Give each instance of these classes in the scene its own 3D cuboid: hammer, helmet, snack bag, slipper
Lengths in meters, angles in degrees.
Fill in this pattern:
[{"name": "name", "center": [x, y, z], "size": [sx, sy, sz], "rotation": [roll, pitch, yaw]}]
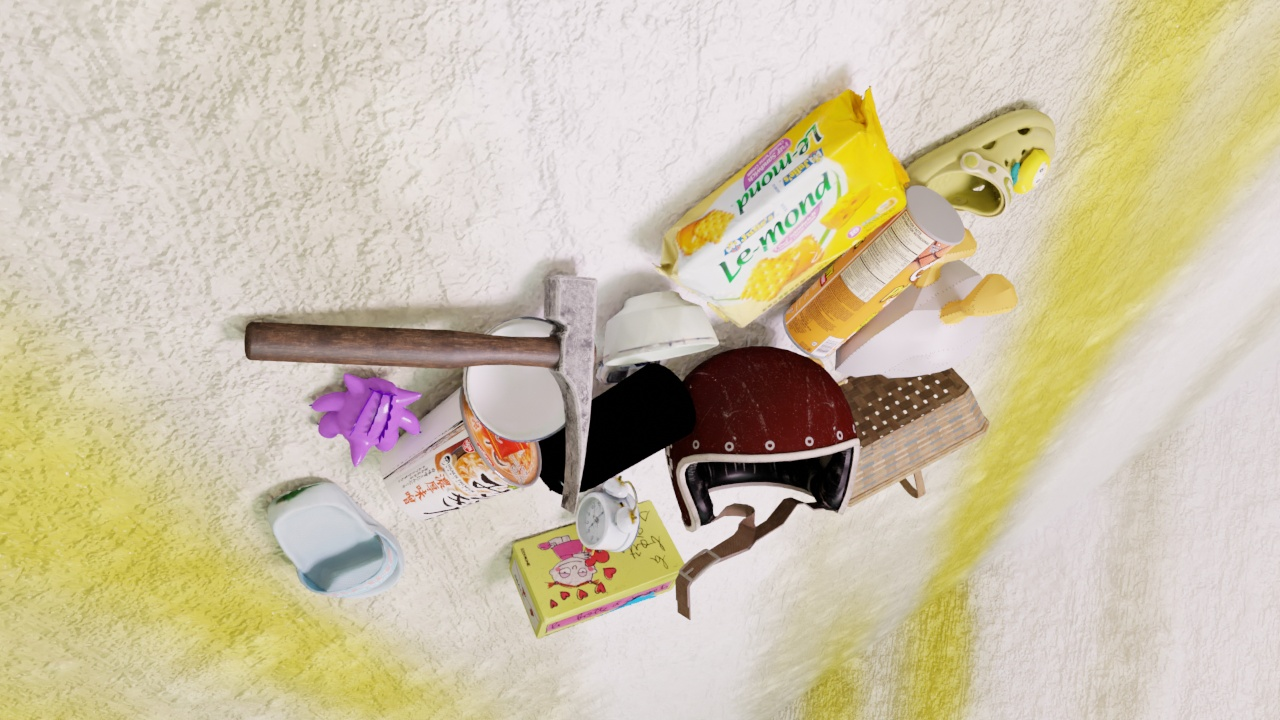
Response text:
[{"name": "hammer", "center": [-0.182, 0.028, 0.795], "size": [0.300, 0.037, 0.217], "rotation": [2, 93, -26]}, {"name": "helmet", "center": [0.130, 0.112, 1.058], "size": [0.233, 0.234, 0.254], "rotation": [-5, 104, -10]}, {"name": "snack bag", "center": [0.139, -0.139, 0.879], "size": [0.247, 0.068, 0.159], "rotation": [-37, 147, 13]}, {"name": "slipper", "center": [0.364, -0.196, 0.969], "size": [0.190, 0.081, 0.092], "rotation": [-22, 146, -7]}, {"name": "slipper", "center": [-0.330, 0.213, 1.004], "size": [0.104, 0.074, 0.246], "rotation": [-23, 147, -9]}]

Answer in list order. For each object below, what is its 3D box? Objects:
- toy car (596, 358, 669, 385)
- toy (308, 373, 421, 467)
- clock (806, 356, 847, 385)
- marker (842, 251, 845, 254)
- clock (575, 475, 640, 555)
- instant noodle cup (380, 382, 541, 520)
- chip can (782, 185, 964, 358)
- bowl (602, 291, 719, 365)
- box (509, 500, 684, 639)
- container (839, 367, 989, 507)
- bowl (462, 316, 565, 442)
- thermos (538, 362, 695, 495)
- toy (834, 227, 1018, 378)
[{"name": "toy car", "center": [-0.006, 0.006, 1.010], "size": [0.089, 0.027, 0.039], "rotation": [-14, 144, -24]}, {"name": "toy", "center": [-0.251, 0.051, 0.849], "size": [0.106, 0.055, 0.088], "rotation": [17, 119, -25]}, {"name": "clock", "center": [0.206, 0.075, 1.229], "size": [0.117, 0.081, 0.159], "rotation": [-2, 140, -37]}, {"name": "marker", "center": [0.243, -0.084, 1.091], "size": [0.017, 0.017, 0.146], "rotation": [-25, 149, -7]}, {"name": "clock", "center": [-0.037, 0.206, 1.224], "size": [0.057, 0.083, 0.118], "rotation": [10, 133, -38]}, {"name": "instant noodle cup", "center": [-0.185, 0.096, 0.921], "size": [0.122, 0.123, 0.123], "rotation": [-29, 150, 18]}, {"name": "chip can", "center": [0.246, -0.090, 0.995], "size": [0.075, 0.075, 0.216], "rotation": [-5, 151, -35]}, {"name": "bowl", "center": [0.016, -0.034, 0.919], "size": [0.117, 0.061, 0.117], "rotation": [-9, 176, -1]}, {"name": "box", "center": [-0.061, 0.290, 1.288], "size": [0.220, 0.124, 0.082], "rotation": [-13, 148, -23]}, {"name": "container", "center": [0.363, 0.107, 1.337], "size": [0.250, 0.157, 0.186], "rotation": [-27, 138, -3]}, {"name": "bowl", "center": [-0.118, 0.016, 0.880], "size": [0.118, 0.118, 0.062], "rotation": [-13, -170, -25]}, {"name": "thermos", "center": [-0.041, 0.086, 1.015], "size": [0.199, 0.086, 0.086], "rotation": [-33, 152, 34]}, {"name": "toy", "center": [0.336, -0.047, 1.113], "size": [0.246, 0.141, 0.268], "rotation": [-28, 164, -19]}]
